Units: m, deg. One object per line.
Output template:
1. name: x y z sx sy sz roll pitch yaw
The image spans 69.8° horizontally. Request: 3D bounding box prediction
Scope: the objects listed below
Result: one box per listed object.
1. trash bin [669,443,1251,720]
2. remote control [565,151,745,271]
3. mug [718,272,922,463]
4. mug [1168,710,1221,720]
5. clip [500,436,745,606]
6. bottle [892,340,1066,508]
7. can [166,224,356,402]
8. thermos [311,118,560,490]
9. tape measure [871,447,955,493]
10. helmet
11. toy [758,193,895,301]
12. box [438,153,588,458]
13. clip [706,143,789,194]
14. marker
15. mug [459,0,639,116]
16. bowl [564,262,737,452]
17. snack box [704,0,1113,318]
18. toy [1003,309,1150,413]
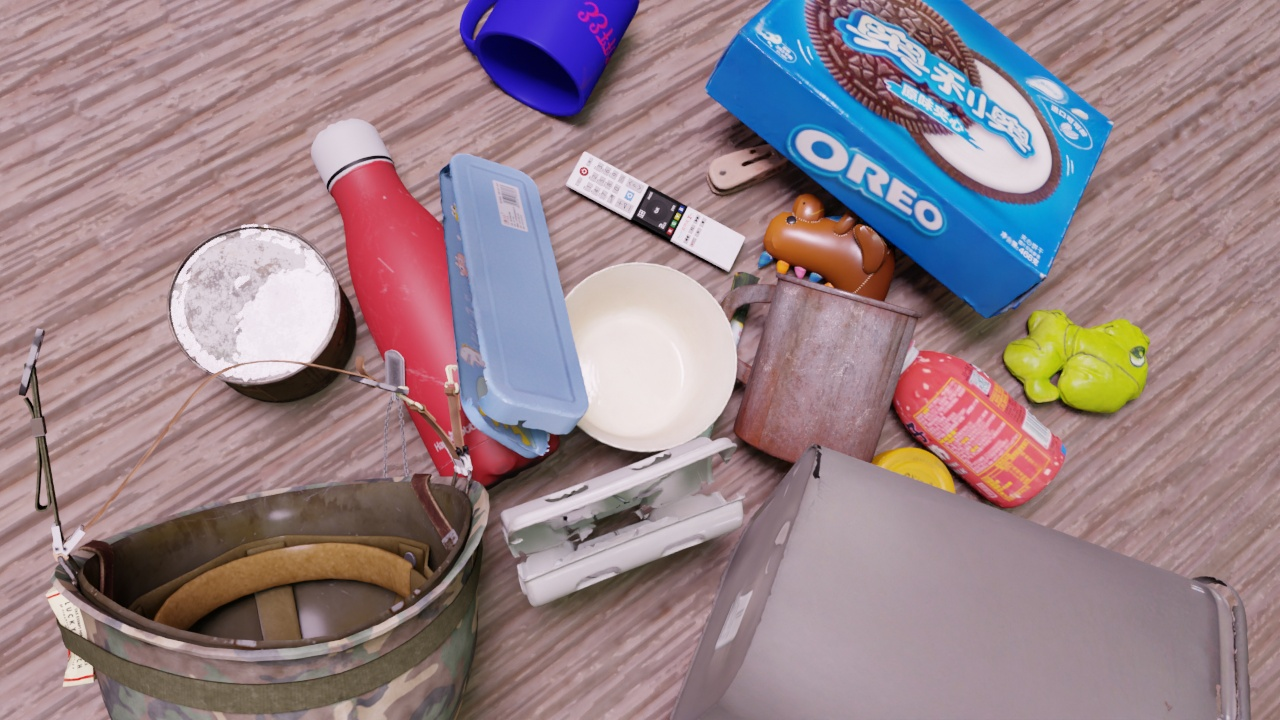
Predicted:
1. trash bin: 0.151 0.173 0.490 0.220 0.198 0.196 26 54 2
2. remote control: 0.010 -0.100 0.621 0.124 0.012 0.028 28 75 -3
3. mug: 0.098 0.003 0.568 0.123 0.096 0.110 19 93 24
4. mug: 0.351 0.281 0.572 0.094 0.068 0.115 20 75 -5
5. clip: -0.011 0.096 0.509 0.125 0.151 0.089 -16 70 -14
6. bottle: 0.206 0.032 0.603 0.137 0.062 0.062 42 74 2
7. can: -0.216 -0.024 0.533 0.090 0.075 0.089 2 79 -9
8. thermos: -0.131 -0.037 0.551 0.073 0.073 0.240 -26 83 -14
9. tape measure: 0.172 0.086 0.601 0.068 0.030 0.058 23 75 -7
10. helmet: -0.173 0.097 0.446 0.192 0.224 0.236 -10 115 -29
11. toy: 0.122 -0.056 0.622 0.090 0.070 0.103 18 98 7
12. box: -0.085 -0.036 0.527 0.067 0.052 0.209 15 40 -33
13. clip: 0.076 -0.134 0.631 0.061 0.049 0.026 -10 79 -40
14. marker: 0.050 0.009 0.603 0.017 0.017 0.146 19 75 -6
15. mug: -0.068 -0.224 0.606 0.111 0.079 0.083 19 73 24
16. bowl: -0.003 0.003 0.570 0.115 0.063 0.115 2 78 -10
17. snack box: 0.187 -0.168 0.613 0.239 0.056 0.195 39 54 1
18. toy: 0.308 0.000 0.642 0.093 0.036 0.094 43 81 4
